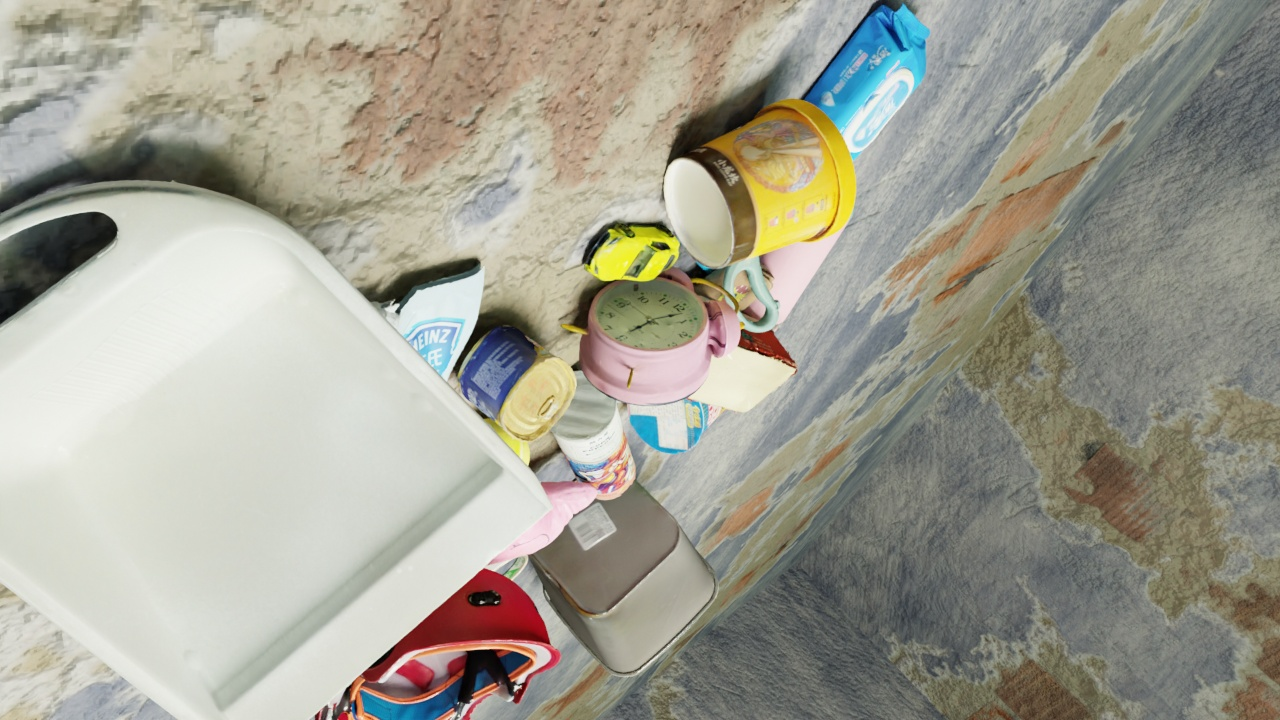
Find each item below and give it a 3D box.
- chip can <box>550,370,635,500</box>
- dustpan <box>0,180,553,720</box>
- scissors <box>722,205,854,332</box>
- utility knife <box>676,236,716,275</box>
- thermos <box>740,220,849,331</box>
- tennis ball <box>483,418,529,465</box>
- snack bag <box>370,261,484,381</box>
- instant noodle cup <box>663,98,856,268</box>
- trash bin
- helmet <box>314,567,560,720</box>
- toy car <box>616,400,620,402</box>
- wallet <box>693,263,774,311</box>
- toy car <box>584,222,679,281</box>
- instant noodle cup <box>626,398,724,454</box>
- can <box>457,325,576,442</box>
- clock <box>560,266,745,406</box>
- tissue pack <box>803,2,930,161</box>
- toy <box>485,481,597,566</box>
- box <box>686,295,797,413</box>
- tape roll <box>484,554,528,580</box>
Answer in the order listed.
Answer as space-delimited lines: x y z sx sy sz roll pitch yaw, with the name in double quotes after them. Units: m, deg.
-0.049 0.084 0.950 0.071 0.071 0.215 -40 159 -12 "chip can"
-0.203 0.051 0.445 0.222 0.258 0.143 -41 -178 -9 "dustpan"
0.138 -0.117 0.865 0.179 0.019 0.170 -26 121 -17 "scissors"
0.060 -0.106 0.864 0.034 0.018 0.178 -46 159 7 "utility knife"
0.153 -0.097 0.988 0.087 0.067 0.199 -39 161 -49 "thermos"
-0.130 0.083 0.806 0.065 0.065 0.066 -37 158 -18 "tennis ball"
-0.170 0.018 0.655 0.110 0.039 0.191 -18 145 -45 "snack bag"
0.091 -0.136 0.740 0.114 0.118 0.119 -26 154 -23 "instant noodle cup"
-0.032 0.253 1.154 0.198 0.198 0.220 -41 152 -13 "trash bin"
-0.200 0.263 0.878 0.240 0.143 0.207 -34 144 18 "helmet"
-0.006 0.005 0.935 0.090 0.034 0.043 -42 156 -8 "toy car"
0.075 -0.060 0.926 0.115 0.033 0.090 -38 157 17 "wallet"
-0.004 -0.087 0.766 0.105 0.032 0.048 -8 140 -54 "toy car"
0.054 0.040 1.036 0.109 0.099 0.099 -29 156 -52 "instant noodle cup"
-0.097 0.020 0.742 0.074 0.049 0.148 -52 167 -6 "can"
0.020 -0.029 0.806 0.158 0.117 0.060 -28 142 -32 "clock"
0.199 -0.239 0.820 0.157 0.052 0.094 -52 158 19 "tissue pack"
-0.139 0.170 0.938 0.179 0.074 0.194 -32 160 14 "toy"
0.084 0.005 0.923 0.091 0.077 0.168 -42 150 21 "box"
-0.176 0.264 1.133 0.085 0.014 0.086 -37 158 -18 "tape roll"
